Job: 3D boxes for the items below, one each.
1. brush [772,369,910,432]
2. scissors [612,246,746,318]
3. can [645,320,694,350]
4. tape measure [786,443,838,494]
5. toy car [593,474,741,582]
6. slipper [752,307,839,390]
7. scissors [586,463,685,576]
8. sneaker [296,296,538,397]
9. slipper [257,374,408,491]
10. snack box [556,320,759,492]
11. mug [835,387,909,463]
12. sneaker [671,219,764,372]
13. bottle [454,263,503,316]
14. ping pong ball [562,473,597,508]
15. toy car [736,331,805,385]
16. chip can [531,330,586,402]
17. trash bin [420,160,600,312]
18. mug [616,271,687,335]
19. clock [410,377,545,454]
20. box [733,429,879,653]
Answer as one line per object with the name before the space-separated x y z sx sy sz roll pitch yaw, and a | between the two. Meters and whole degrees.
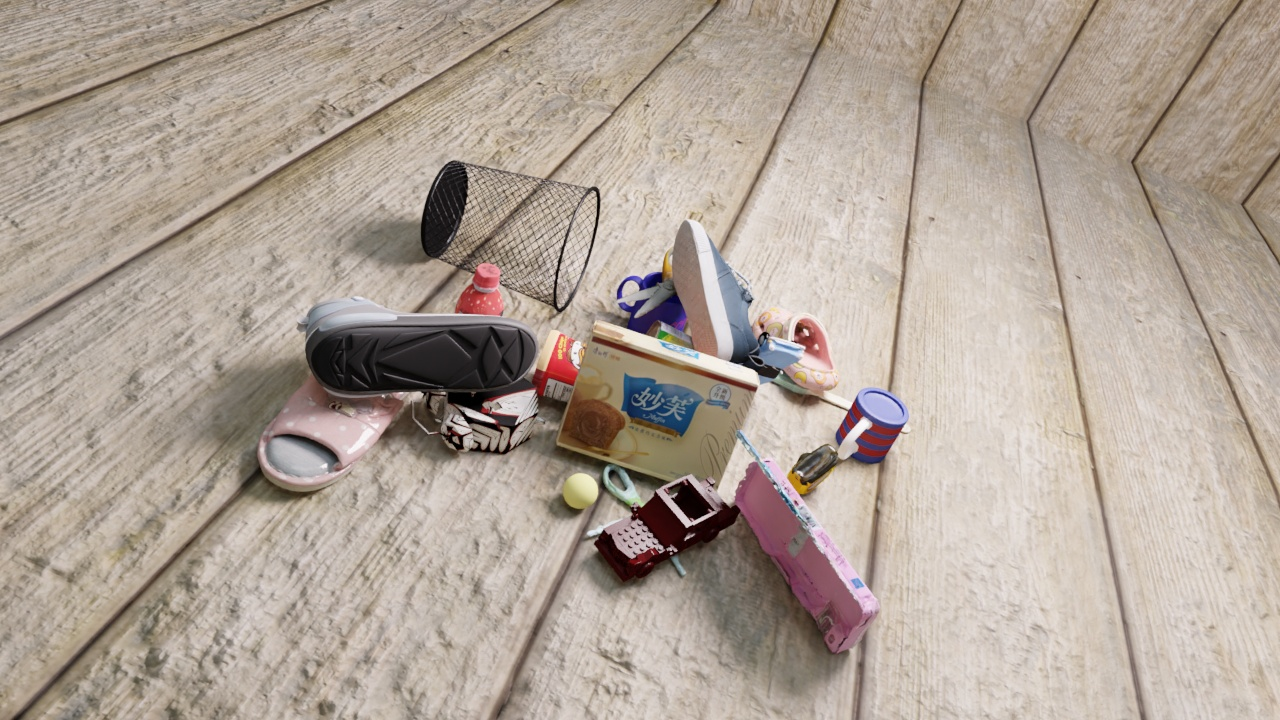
brush | 0.295 0.061 1.349 0.217 0.012 0.033 23 36 1
scissors | 0.043 -0.114 1.306 0.224 0.016 0.175 -12 48 -33
can | 0.062 0.001 1.250 0.121 0.067 0.067 26 35 -12
tape measure | 0.215 0.138 1.165 0.065 0.064 0.037 -36 68 -15
toy car | 0.036 0.178 1.016 0.169 0.062 0.070 -19 54 -37
slipper | 0.242 -0.031 1.371 0.093 0.082 0.197 5 31 -24
scissors | 0.009 0.181 1.062 0.171 0.021 0.172 -6 48 -34
sneaker | -0.257 -0.030 1.062 0.256 0.093 0.160 -3 24 -26
slipper | -0.331 0.045 1.041 0.114 0.055 0.273 22 36 3
snack box | 0.018 0.057 1.098 0.207 0.153 0.055 18 19 -3
mug | 0.307 0.095 1.254 0.075 0.076 0.111 39 40 24
sneaker | 0.106 -0.090 1.236 0.087 0.089 0.235 -2 63 -23
bottle | -0.205 -0.059 1.163 0.062 0.138 0.061 13 38 -11
ping pong ball | -0.068 0.148 1.042 0.040 0.040 0.040 13 37 -10
toy car | 0.165 0.002 1.266 0.056 0.154 0.054 16 72 -20
chip can | -0.027 0.035 1.168 0.213 0.087 0.086 19 36 -2
trash bin | -0.187 -0.188 1.315 0.210 0.184 0.183 18 36 7
mug | 0.016 -0.079 1.336 0.111 0.084 0.079 28 37 11
clock | -0.195 0.052 1.086 0.154 0.065 0.114 -7 44 -33
box | 0.179 0.189 1.012 0.061 0.161 0.230 -22 50 -14
